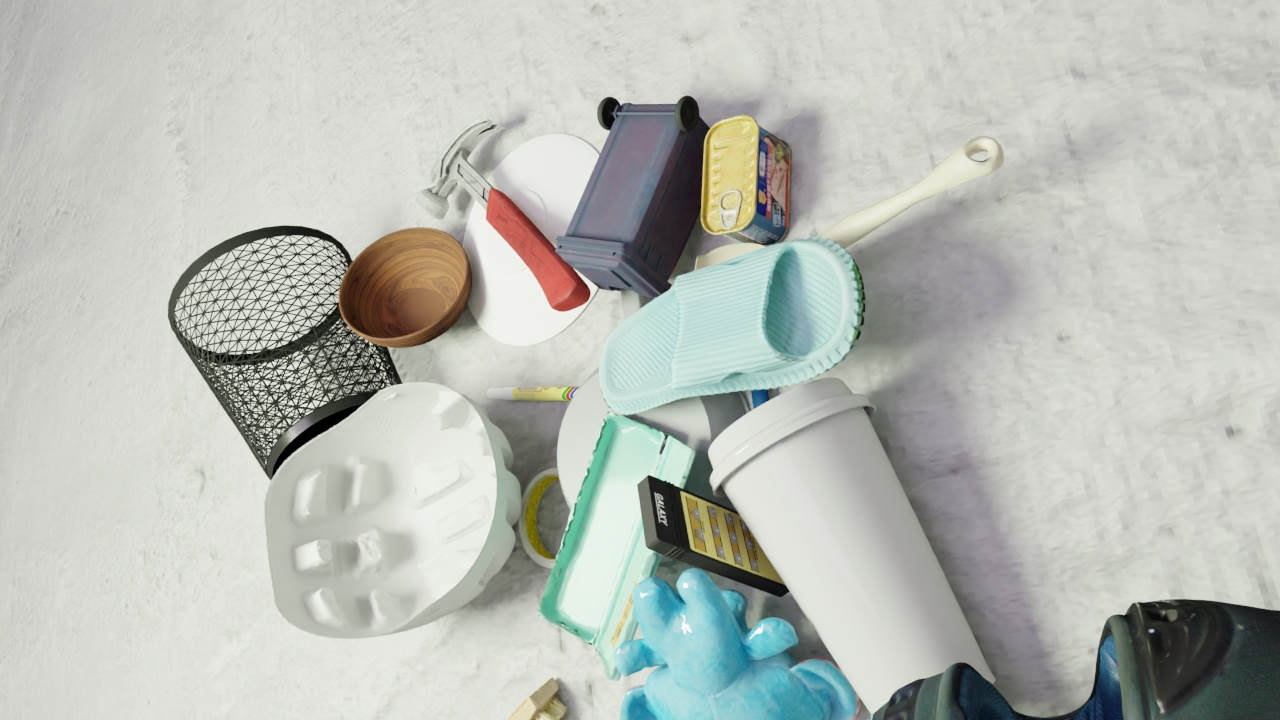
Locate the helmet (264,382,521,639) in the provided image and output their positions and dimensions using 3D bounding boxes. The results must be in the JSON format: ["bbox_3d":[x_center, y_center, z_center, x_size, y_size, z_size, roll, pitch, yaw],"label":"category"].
[{"bbox_3d":[-0.227,0.144,0.892,0.283,0.183,0.224,-41,64,34],"label":"helmet"}]

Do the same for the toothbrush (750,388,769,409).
[{"bbox_3d":[0.106,0.076,0.744,0.016,0.017,0.189,-19,68,35],"label":"toothbrush"}]

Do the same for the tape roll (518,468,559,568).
[{"bbox_3d":[-0.078,0.150,0.876,0.094,0.019,0.094,-10,75,37],"label":"tape roll"}]

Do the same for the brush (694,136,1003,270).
[{"bbox_3d":[0.146,-0.094,0.683,0.273,0.077,0.062,-24,61,47],"label":"brush"}]

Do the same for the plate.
[{"bbox_3d":[-0.121,-0.131,0.960,0.230,0.030,0.229,-9,76,38],"label":"plate"}]

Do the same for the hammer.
[{"bbox_3d":[-0.133,-0.144,0.922,0.126,0.036,0.315,-56,46,14],"label":"hammer"}]

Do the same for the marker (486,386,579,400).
[{"bbox_3d":[-0.107,0.034,0.926,0.133,0.014,0.014,-1,80,39],"label":"marker"}]

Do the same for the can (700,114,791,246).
[{"bbox_3d":[0.090,-0.148,0.772,0.054,0.059,0.099,-3,79,39],"label":"can"}]

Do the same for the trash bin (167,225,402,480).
[{"bbox_3d":[-0.381,0.010,1.040,0.217,0.216,0.243,-48,62,22],"label":"trash bin"}]

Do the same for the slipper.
[{"bbox_3d":[0.045,-0.024,0.689,0.277,0.069,0.115,-20,56,46],"label":"slipper"}]

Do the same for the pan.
[{"bbox_3d":[-0.005,0.005,0.827,0.201,0.050,0.356,-16,72,29],"label":"pan"}]

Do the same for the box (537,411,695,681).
[{"bbox_3d":[-0.013,0.145,0.742,0.138,0.057,0.187,21,93,51],"label":"box"}]

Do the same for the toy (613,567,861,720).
[{"bbox_3d":[0.056,0.219,0.669,0.184,0.114,0.181,-17,108,24],"label":"toy"}]

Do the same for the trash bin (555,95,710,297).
[{"bbox_3d":[-0.002,-0.143,0.807,0.094,0.092,0.160,13,75,39],"label":"trash bin"}]

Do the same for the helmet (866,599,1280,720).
[{"bbox_3d":[0.202,0.270,0.460,0.236,0.248,0.316,1,102,23],"label":"helmet"}]

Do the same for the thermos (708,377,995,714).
[{"bbox_3d":[0.147,0.134,0.637,0.132,0.131,0.221,-38,67,27],"label":"thermos"}]

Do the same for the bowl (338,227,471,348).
[{"bbox_3d":[-0.248,-0.068,1.009,0.147,0.069,0.147,-6,59,10],"label":"bowl"}]

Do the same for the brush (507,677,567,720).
[{"bbox_3d":[-0.110,0.351,0.846,0.039,0.049,0.117,36,104,14],"label":"brush"}]

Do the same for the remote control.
[{"bbox_3d":[0.055,0.129,0.668,0.013,0.133,0.058,-44,36,30],"label":"remote control"}]
